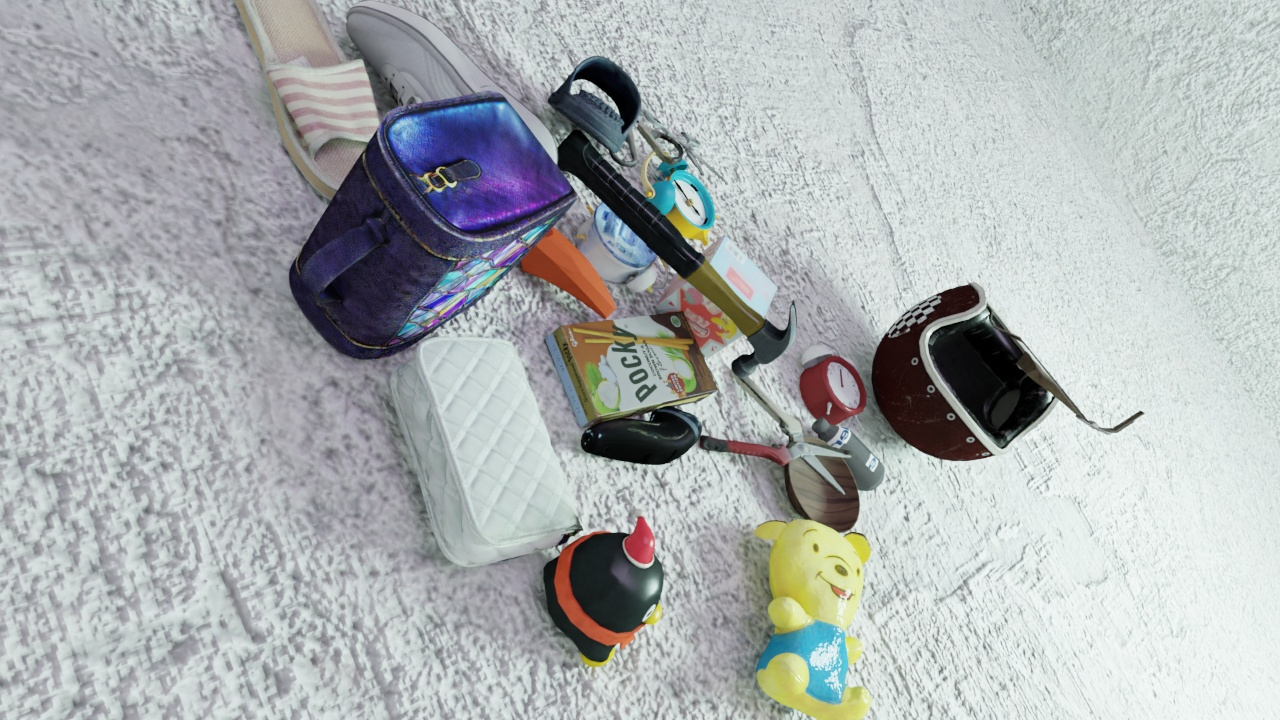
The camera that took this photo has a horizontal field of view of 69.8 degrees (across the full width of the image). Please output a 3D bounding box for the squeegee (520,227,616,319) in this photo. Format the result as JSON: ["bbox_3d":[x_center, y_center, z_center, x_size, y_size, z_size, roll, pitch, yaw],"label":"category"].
[{"bbox_3d":[-0.099,-0.111,0.958,0.185,0.055,0.248,42,47,-9],"label":"squeegee"}]

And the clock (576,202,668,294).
[{"bbox_3d":[-0.015,-0.127,1.048,0.125,0.052,0.088,34,45,-21],"label":"clock"}]

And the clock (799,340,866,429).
[{"bbox_3d":[0.250,0.030,1.192,0.087,0.044,0.124,23,52,-30],"label":"clock"}]

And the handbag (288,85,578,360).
[{"bbox_3d":[-0.185,-0.107,0.763,0.125,0.205,0.221,53,44,0],"label":"handbag"}]

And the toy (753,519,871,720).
[{"bbox_3d":[0.174,0.260,0.947,0.149,0.084,0.213,36,44,-29],"label":"toy"}]

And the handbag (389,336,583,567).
[{"bbox_3d":[-0.135,0.077,0.796,0.138,0.073,0.194,0,63,-52],"label":"handbag"}]

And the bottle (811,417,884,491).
[{"bbox_3d":[0.256,0.115,1.142,0.112,0.047,0.046,45,43,-10],"label":"bottle"}]

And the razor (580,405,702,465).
[{"bbox_3d":[0.000,0.073,0.934,0.140,0.053,0.063,5,50,-39],"label":"razor"}]

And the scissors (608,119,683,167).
[{"bbox_3d":[-0.001,-0.297,1.167,0.153,0.013,0.163,20,49,3],"label":"scissors"}]

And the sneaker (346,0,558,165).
[{"bbox_3d":[-0.216,-0.248,0.928,0.263,0.097,0.128,42,66,1],"label":"sneaker"}]

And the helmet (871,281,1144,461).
[{"bbox_3d":[0.441,0.019,1.213,0.233,0.254,0.233,46,18,-17],"label":"helmet"}]

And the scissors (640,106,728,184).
[{"bbox_3d":[0.052,-0.288,1.216,0.165,0.014,0.141,34,25,-10],"label":"scissors"}]

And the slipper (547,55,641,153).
[{"bbox_3d":[-0.040,-0.288,1.020,0.101,0.082,0.263,37,10,-15],"label":"slipper"}]

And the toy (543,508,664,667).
[{"bbox_3d":[-0.025,0.192,0.785,0.099,0.119,0.097,43,43,-7],"label":"toy"}]

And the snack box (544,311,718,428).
[{"bbox_3d":[-0.006,0.006,0.985,0.185,0.032,0.101,-10,71,-45],"label":"snack box"}]

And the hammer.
[{"bbox_3d":[0.039,-0.118,0.988,0.333,0.118,0.025,43,43,-12],"label":"hammer"}]

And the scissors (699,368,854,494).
[{"bbox_3d":[0.152,0.078,1.063,0.199,0.015,0.179,3,49,-21],"label":"scissors"}]

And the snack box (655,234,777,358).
[{"bbox_3d":[0.089,-0.073,1.076,0.093,0.095,0.079,44,44,-13],"label":"snack box"}]

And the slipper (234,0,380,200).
[{"bbox_3d":[-0.310,-0.270,0.874,0.114,0.052,0.263,-14,74,-47],"label":"slipper"}]

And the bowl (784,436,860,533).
[{"bbox_3d":[0.206,0.151,1.083,0.119,0.032,0.119,22,51,-31],"label":"bowl"}]

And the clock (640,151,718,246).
[{"bbox_3d":[0.049,-0.208,1.168,0.129,0.044,0.098,43,43,-23],"label":"clock"}]
